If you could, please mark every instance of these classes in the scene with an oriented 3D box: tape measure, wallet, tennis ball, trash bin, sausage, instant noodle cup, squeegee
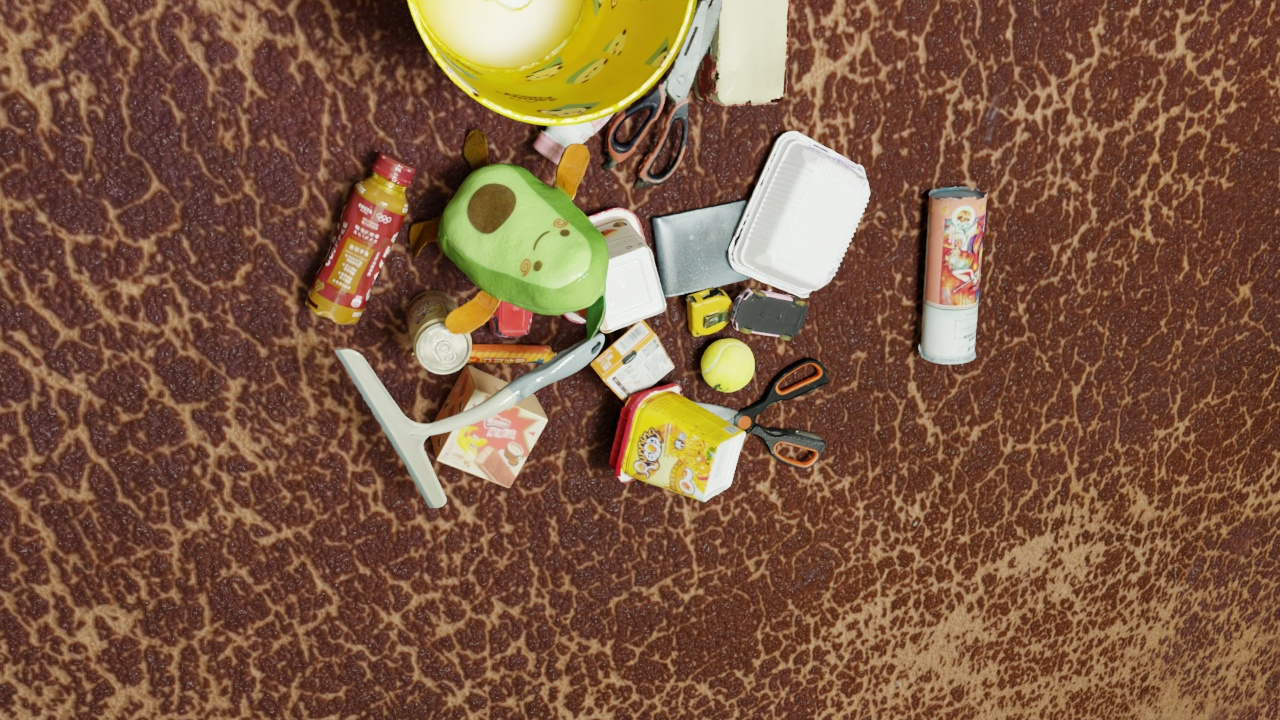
[{"bbox_3d":[0.083,-0.056,1.087,0.057,0.029,0.060,-18,138,-12],"label":"tape measure"},{"bbox_3d":[0.075,-0.131,1.072,0.120,0.019,0.097,-13,114,-16],"label":"wallet"},{"bbox_3d":[0.105,0.006,1.107,0.065,0.065,0.065,-6,112,-16],"label":"tennis ball"},{"bbox_3d":[-0.101,-0.336,0.798,0.229,0.255,0.230,-7,112,-17],"label":"trash bin"},{"bbox_3d":[-0.174,-0.008,1.034,0.165,0.021,0.021,0,110,-18],"label":"sausage"},{"bbox_3d":[-0.033,-0.092,0.990,0.116,0.124,0.116,-21,116,-10],"label":"instant noodle cup"},{"bbox_3d":[0.194,-0.164,1.067,0.138,0.060,0.173,19,98,-27],"label":"instant noodle cup"},{"bbox_3d":[0.046,0.100,1.074,0.115,0.124,0.116,-16,124,-58],"label":"instant noodle cup"},{"bbox_3d":[-0.142,0.035,0.936,0.246,0.039,0.247,-25,134,-10],"label":"squeegee"}]

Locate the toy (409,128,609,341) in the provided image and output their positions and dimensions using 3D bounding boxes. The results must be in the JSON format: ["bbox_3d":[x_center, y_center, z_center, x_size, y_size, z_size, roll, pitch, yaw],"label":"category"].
[{"bbox_3d":[-0.124,-0.123,0.903,0.227,0.247,0.090,-57,156,-1],"label":"toy"}]

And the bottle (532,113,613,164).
[{"bbox_3d":[-0.041,-0.291,0.945,0.068,0.068,0.197,30,102,-26],"label":"bottle"}]

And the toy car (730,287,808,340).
[{"bbox_3d":[0.153,-0.057,1.108,0.122,0.037,0.056,7,107,-40],"label":"toy car"}]

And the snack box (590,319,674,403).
[{"bbox_3d":[-0.006,0.006,1.036,0.075,0.154,0.026,-40,74,-1],"label":"snack box"}]

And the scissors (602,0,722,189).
[{"bbox_3d":[0.022,-0.283,0.960,0.195,0.015,0.206,-18,129,5],"label":"scissors"}]

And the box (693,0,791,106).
[{"bbox_3d":[0.108,-0.355,0.960,0.091,0.079,0.168,-7,112,-17],"label":"box"}]

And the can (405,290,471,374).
[{"bbox_3d":[-0.212,-0.031,0.959,0.058,0.116,0.058,-6,112,-17],"label":"can"}]

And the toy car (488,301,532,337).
[{"bbox_3d":[-0.140,-0.082,1.004,0.053,0.045,0.121,-4,109,-19],"label":"toy car"}]

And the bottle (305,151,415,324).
[{"bbox_3d":[-0.281,-0.124,0.932,0.057,0.057,0.175,22,102,-25],"label":"bottle"}]

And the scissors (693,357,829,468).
[{"bbox_3d":[0.152,0.070,1.177,0.221,0.021,0.224,36,95,-21],"label":"scissors"}]

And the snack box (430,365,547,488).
[{"bbox_3d":[-0.173,0.074,1.035,0.092,0.077,0.094,26,100,-25],"label":"snack box"}]

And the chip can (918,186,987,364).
[{"bbox_3d":[0.393,-0.107,1.157,0.071,0.071,0.215,-10,113,-15],"label":"chip can"}]
